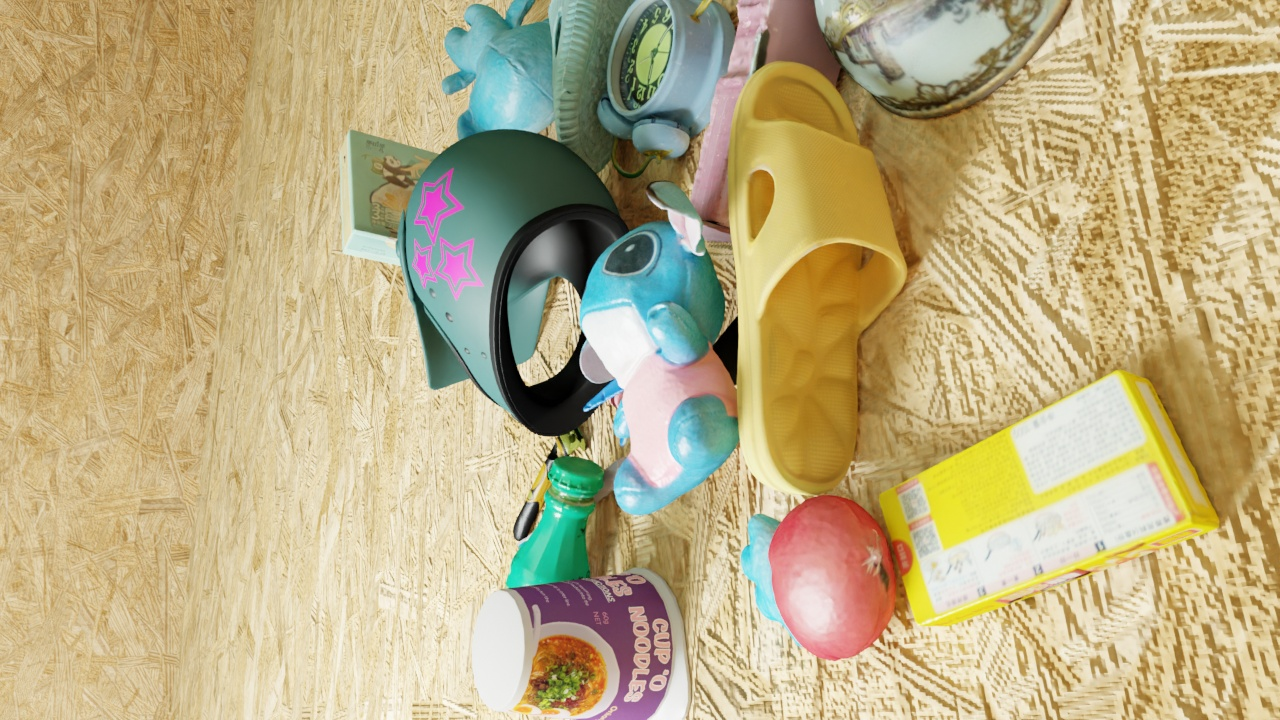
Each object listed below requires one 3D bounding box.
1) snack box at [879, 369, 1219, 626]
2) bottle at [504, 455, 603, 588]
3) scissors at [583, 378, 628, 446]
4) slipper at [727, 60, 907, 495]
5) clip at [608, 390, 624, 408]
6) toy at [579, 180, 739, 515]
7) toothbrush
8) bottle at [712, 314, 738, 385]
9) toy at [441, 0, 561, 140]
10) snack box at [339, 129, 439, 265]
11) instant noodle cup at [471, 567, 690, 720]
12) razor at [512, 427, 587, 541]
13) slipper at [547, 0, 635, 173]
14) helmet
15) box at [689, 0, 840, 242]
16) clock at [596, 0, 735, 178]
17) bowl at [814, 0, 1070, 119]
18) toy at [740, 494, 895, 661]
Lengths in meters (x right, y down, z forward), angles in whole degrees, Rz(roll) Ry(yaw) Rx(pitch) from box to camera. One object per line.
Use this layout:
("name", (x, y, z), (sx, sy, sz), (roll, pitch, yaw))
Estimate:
("snack box", (0.189, 0.073, 0.452), (0.153, 0.025, 0.075), (-41, 49, 42))
("bottle", (-0.077, 0.183, 0.764), (0.068, 0.068, 0.210), (33, 111, 54))
("scissors", (0.003, 0.008, 0.736), (0.123, 0.016, 0.125), (5, 83, 43))
("slipper", (0.110, -0.052, 0.544), (0.079, 0.099, 0.263), (-4, 81, 54))
("clip", (-0.012, 0.011, 0.770), (0.060, 0.023, 0.045), (-61, 33, 22))
("toy", (0.016, -0.008, 0.601), (0.225, 0.099, 0.191), (120, 145, -60))
("toothbrush", (-0.063, 0.132, 0.812), (0.188, 0.018, 0.019), (-40, 51, 43))
("bottle", (0.062, 0.001, 0.654), (0.123, 0.033, 0.033), (-53, 42, 34))
("toy", (-0.139, -0.308, 0.977), (0.183, 0.114, 0.180), (-48, 59, 5))
("snack box", (-0.212, -0.154, 0.956), (0.044, 0.193, 0.141), (-48, 44, 41))
("instant noodle cup", (-0.048, 0.216, 0.673), (0.137, 0.121, 0.122), (38, 112, 53))
("razor", (-0.089, 0.115, 0.855), (0.144, 0.021, 0.044), (-63, 37, 25))
("slipper", (-0.045, -0.306, 0.833), (0.069, 0.116, 0.276), (11, 85, 20))
("helmet", (-0.118, -0.068, 0.809), (0.200, 0.176, 0.275), (38, 135, 42))
("box", (0.073, -0.201, 0.643), (0.116, 0.106, 0.232), (16, 95, 47))
("clock", (0.017, -0.230, 0.764), (0.118, 0.060, 0.162), (41, 118, 51))
("bowl", (0.156, -0.231, 0.528), (0.160, 0.093, 0.159), (-21, 64, 52))
("toy", (0.101, 0.128, 0.538), (0.133, 0.062, 0.092), (146, 119, -65))
